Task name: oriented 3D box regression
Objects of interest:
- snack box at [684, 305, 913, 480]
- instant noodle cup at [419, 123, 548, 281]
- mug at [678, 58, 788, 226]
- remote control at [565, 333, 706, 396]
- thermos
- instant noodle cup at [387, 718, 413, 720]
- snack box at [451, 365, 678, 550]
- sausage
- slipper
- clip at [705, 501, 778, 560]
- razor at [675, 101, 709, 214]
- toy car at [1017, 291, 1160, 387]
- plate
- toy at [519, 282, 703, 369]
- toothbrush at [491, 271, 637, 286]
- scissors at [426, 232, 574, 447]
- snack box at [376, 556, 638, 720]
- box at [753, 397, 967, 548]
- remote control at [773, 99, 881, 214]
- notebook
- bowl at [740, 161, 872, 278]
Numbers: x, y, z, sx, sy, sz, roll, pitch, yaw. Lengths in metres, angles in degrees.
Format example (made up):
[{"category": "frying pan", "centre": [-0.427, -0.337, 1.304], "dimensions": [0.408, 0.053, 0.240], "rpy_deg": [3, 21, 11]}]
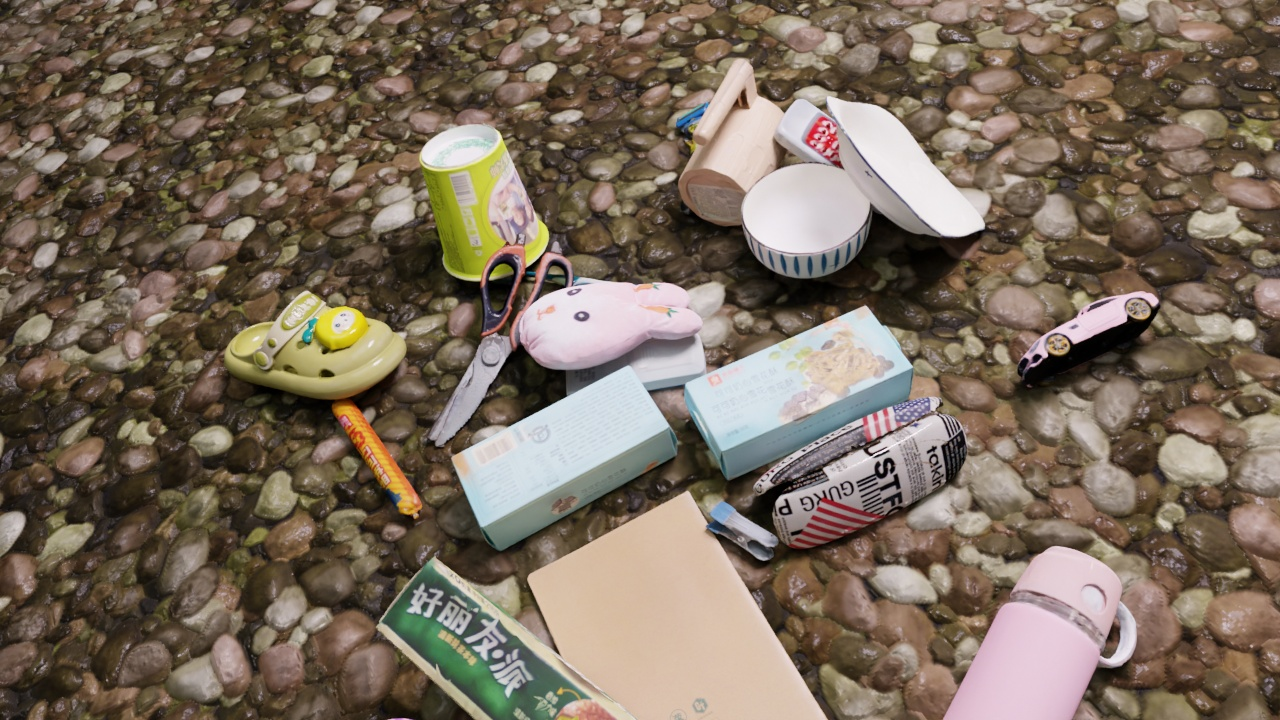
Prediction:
[{"category": "snack box", "centre": [0.129, 0.026, 0.755], "dimensions": [0.175, 0.052, 0.074], "rpy_deg": [-23, 54, -5]}, {"category": "instant noodle cup", "centre": [-0.158, -0.160, 0.898], "dimensions": [0.112, 0.123, 0.111], "rpy_deg": [-8, 42, 7]}, {"category": "mug", "centre": [0.089, -0.208, 0.890], "dimensions": [0.084, 0.125, 0.103], "rpy_deg": [15, 61, 26]}, {"category": "remote control", "centre": [-0.005, 0.005, 0.818], "dimensions": [0.125, 0.024, 0.049], "rpy_deg": [-11, 51, 6]}, {"category": "thermos", "centre": [0.250, 0.218, 0.586], "dimensions": [0.087, 0.067, 0.198], "rpy_deg": [41, 66, -1]}, {"category": "instant noodle cup", "centre": [-0.147, 0.288, 0.598], "dimensions": [0.111, 0.099, 0.111], "rpy_deg": [-5, 53, 7]}, {"category": "snack box", "centre": [-0.062, 0.080, 0.759], "dimensions": [0.174, 0.052, 0.074], "rpy_deg": [-28, 55, -7]}, {"category": "sausage", "centre": [-0.236, 0.083, 0.814], "dimensions": [0.021, 0.021, 0.165], "rpy_deg": [-36, 55, -14]}, {"category": "slipper", "centre": [-0.317, -0.018, 0.863], "dimensions": [0.191, 0.082, 0.091], "rpy_deg": [4, 41, 20]}, {"category": "clip", "centre": [0.079, 0.133, 0.708], "dimensions": [0.058, 0.038, 0.026], "rpy_deg": [27, 30, 24]}, {"category": "razor", "centre": [0.056, -0.208, 0.960], "dimensions": [0.043, 0.022, 0.142], "rpy_deg": [-24, 49, 39]}, {"category": "toy car", "centre": [0.356, -0.020, 0.735], "dimensions": [0.122, 0.056, 0.037], "rpy_deg": [-24, 57, -5]}, {"category": "plate", "centre": [0.230, -0.166, 0.826], "dimensions": [0.163, 0.034, 0.163], "rpy_deg": [-15, 65, -52]}, {"category": "toy", "centre": [-0.029, -0.036, 0.815], "dimensions": [0.159, 0.054, 0.121], "rpy_deg": [-11, 31, -8]}, {"category": "toothbrush", "centre": [-0.066, -0.073, 0.894], "dimensions": [0.192, 0.016, 0.018], "rpy_deg": [10, 67, 20]}, {"category": "scissors", "centre": [-0.145, -0.023, 0.849], "dimensions": [0.208, 0.015, 0.185], "rpy_deg": [-23, 83, -17]}, {"category": "snack box", "centre": [-0.058, 0.231, 0.600], "dimensions": [0.240, 0.114, 0.063], "rpy_deg": [28, 71, 32]}, {"category": "box", "centre": [0.164, 0.074, 0.712], "dimensions": [0.163, 0.076, 0.087], "rpy_deg": [-25, 33, -3]}, {"category": "remote control", "centre": [0.194, -0.197, 0.883], "dimensions": [0.136, 0.020, 0.055], "rpy_deg": [35, 64, -2]}, {"category": "notebook", "centre": [0.019, 0.209, 0.674], "dimensions": [0.147, 0.008, 0.207], "rpy_deg": [-27, 53, -7]}, {"category": "bowl", "centre": [0.154, -0.120, 0.846], "dimensions": [0.116, 0.066, 0.116], "rpy_deg": [-7, 53, 9]}]
